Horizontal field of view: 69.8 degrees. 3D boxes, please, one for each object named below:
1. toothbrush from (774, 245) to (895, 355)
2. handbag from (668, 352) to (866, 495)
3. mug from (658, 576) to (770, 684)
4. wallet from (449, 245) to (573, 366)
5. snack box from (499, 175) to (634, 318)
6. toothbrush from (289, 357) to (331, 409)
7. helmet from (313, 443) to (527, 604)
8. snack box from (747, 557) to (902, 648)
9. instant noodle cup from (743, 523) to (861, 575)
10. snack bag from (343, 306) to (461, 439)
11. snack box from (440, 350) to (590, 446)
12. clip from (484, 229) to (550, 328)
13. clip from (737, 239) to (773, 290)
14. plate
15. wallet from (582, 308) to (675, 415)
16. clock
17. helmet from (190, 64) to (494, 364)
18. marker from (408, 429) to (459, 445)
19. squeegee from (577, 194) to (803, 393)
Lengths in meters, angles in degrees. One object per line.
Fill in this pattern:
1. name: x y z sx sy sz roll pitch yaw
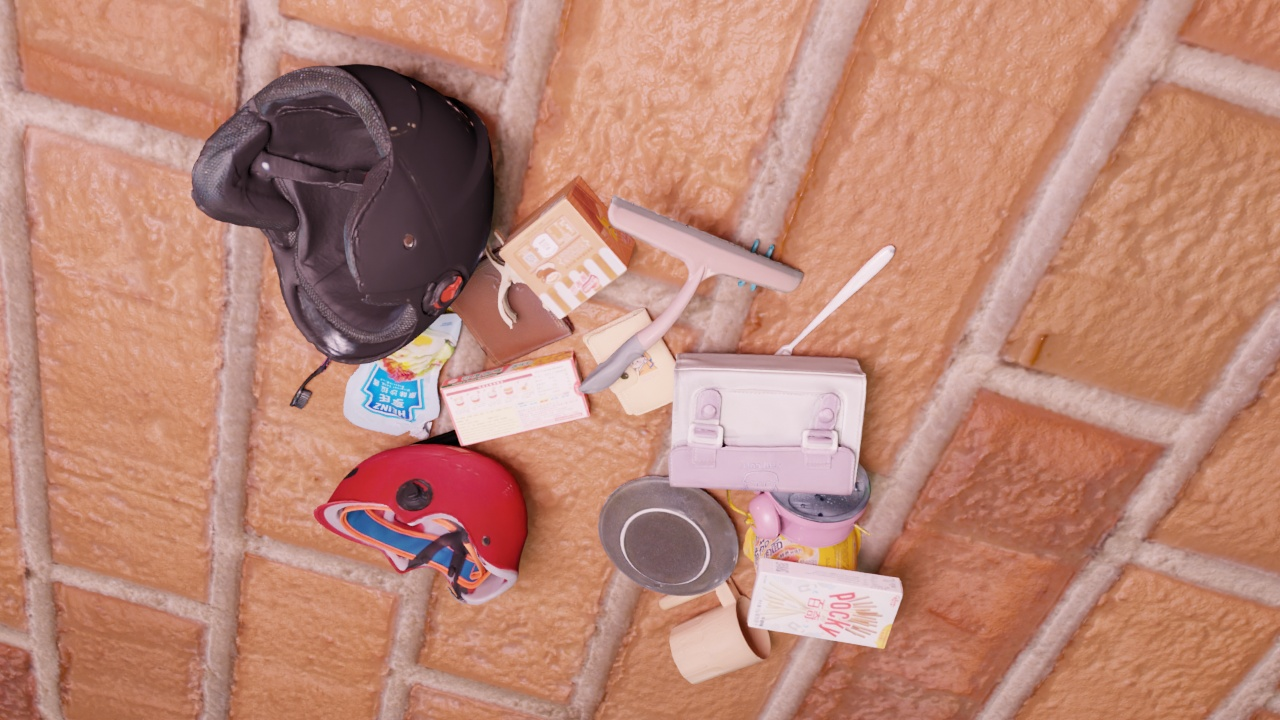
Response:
1. toothbrush: 0.202 -0.055 0.969 0.016 0.016 0.180 35 117 -15
2. handbag: 0.130 0.070 0.970 0.197 0.098 0.145 2 110 5
3. mug: 0.092 0.341 1.174 0.104 0.084 0.124 -30 87 22
4. wallet: -0.146 -0.059 1.002 0.101 0.032 0.124 -26 113 17
5. snack box: -0.073 -0.115 0.935 0.093 0.076 0.094 -35 109 22
6. toothbrush: -0.359 -0.004 1.068 0.017 0.014 0.190 33 118 -23
7. helmet: -0.238 0.170 1.071 0.240 0.143 0.207 23 148 -2
8. snack box: 0.202 0.269 1.017 0.157 0.026 0.085 9 120 3
9. instant noodle cup: 0.196 0.248 1.085 0.138 0.109 0.138 3 120 6
10. snack bag: -0.276 0.010 1.054 0.110 0.038 0.191 14 121 -14
11. snack box: -0.141 0.044 1.047 0.156 0.027 0.077 -13 112 6
12. clip: -0.121 -0.087 0.956 0.093 0.035 0.103 -1 106 2
13. clip: 0.119 -0.099 0.957 0.043 0.014 0.057 20 118 -5
14. plate: 0.031 0.223 1.125 0.179 0.024 0.180 7 118 13
15. wallet: -0.006 0.006 1.025 0.087 0.024 0.115 -23 115 19
16. clock: 0.176 0.153 1.034 0.158 0.117 0.060 5 131 2
17. helmet: -0.252 -0.139 0.859 0.233 0.229 0.275 27 126 26
18. marker: -0.225 0.093 1.101 0.132 0.020 0.022 -19 140 16
19. squeegee: 0.008 -0.031 0.946 0.247 0.040 0.250 15 133 -35
